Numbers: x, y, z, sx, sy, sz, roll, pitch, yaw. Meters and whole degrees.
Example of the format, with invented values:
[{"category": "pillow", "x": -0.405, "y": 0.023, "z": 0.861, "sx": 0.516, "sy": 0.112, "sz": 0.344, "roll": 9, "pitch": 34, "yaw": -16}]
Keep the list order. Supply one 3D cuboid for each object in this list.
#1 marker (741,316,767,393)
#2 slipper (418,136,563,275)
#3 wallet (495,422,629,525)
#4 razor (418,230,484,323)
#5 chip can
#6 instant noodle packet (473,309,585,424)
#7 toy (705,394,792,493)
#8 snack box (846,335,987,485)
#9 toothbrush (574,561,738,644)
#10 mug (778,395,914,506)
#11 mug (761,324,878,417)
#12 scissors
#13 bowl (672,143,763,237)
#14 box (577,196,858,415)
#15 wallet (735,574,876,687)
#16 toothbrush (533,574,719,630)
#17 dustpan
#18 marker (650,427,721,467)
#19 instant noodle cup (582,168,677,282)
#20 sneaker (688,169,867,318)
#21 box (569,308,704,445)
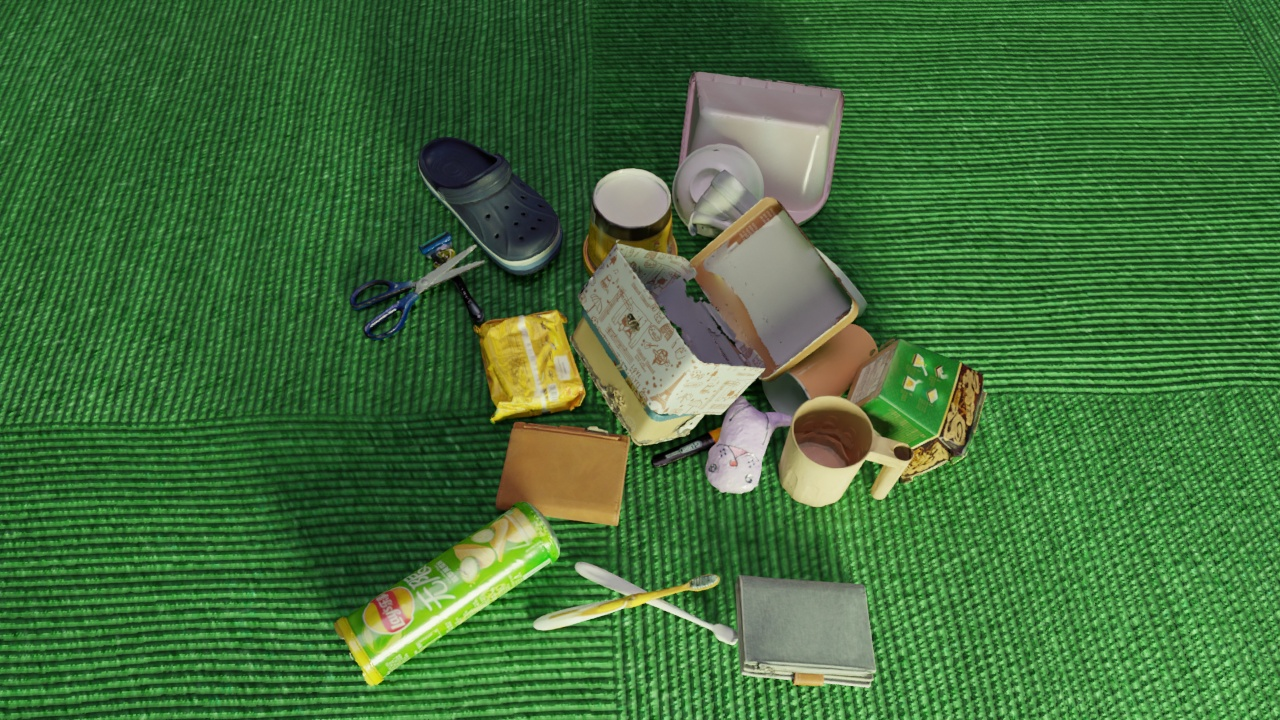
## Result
[{"category": "marker", "x": 0.133, "y": -0.018, "z": 1.085, "sx": 0.022, "sy": 0.018, "sz": 0.130, "roll": 25, "pitch": 61, "yaw": -3}, {"category": "slipper", "x": -0.190, "y": -0.213, "z": 1.153, "sx": 0.105, "sy": 0.095, "sz": 0.253, "roll": -37, "pitch": 63, "yaw": -19}, {"category": "wallet", "x": -0.082, "y": 0.119, "z": 0.987, "sx": 0.132, "sy": 0.031, "sz": 0.107, "roll": 7, "pitch": 60, "yaw": 1}, {"category": "razor", "x": -0.222, "y": -0.097, "z": 1.120, "sx": 0.042, "sy": 0.022, "sz": 0.142, "roll": -32, "pitch": 64, "yaw": -4}, {"category": "chip can", "x": -0.183, "y": 0.222, "z": 0.897, "sx": 0.221, "sy": 0.073, "sz": 0.072, "roll": -32, "pitch": 64, "yaw": -20}, {"category": "instant noodle packet", "x": -0.127, "y": 0.008, "z": 1.047, "sx": 0.110, "sy": 0.044, "sz": 0.128, "roll": -11, "pitch": 62, "yaw": -10}, {"category": "toy", "x": 0.112, "y": 0.095, "z": 0.995, "sx": 0.084, "sy": 0.039, "sz": 0.108, "roll": 21, "pitch": 79, "yaw": 15}, {"category": "snack box", "x": 0.282, "y": 0.049, "z": 0.975, "sx": 0.105, "sy": 0.118, "sz": 0.117, "roll": 31, "pitch": 60, "yaw": -6}, {"category": "toothbrush", "x": 0.014, "y": 0.244, "z": 0.925, "sx": 0.180, "sy": 0.016, "sz": 0.016, "roll": 22, "pitch": 58, "yaw": 14}, {"category": "mug", "x": 0.211, "y": 0.103, "z": 0.963, "sx": 0.125, "sy": 0.104, "sz": 0.084, "roll": 16, "pitch": 59, "yaw": 8}, {"category": "mug", "x": 0.208, "y": 0.012, "z": 1.040, "sx": 0.122, "sy": 0.078, "sz": 0.078, "roll": -31, "pitch": 64, "yaw": -25}, {"category": "scissors", "x": -0.265, "y": -0.081, "z": 1.101, "sx": 0.171, "sy": 0.012, "sz": 0.140, "roll": -2, "pitch": 63, "yaw": 7}, {"category": "bowl", "x": 0.091, "y": -0.212, "z": 1.141, "sx": 0.118, "sy": 0.064, "sz": 0.118, "roll": 2, "pitch": 98, "yaw": 14}, {"category": "box", "x": 0.073, "y": -0.065, "z": 0.957, "sx": 0.227, "sy": 0.156, "sz": 0.180, "roll": -39, "pitch": 61, "yaw": 16}, {"category": "wallet", "x": 0.160, "y": 0.267, "z": 0.901, "sx": 0.129, "sy": 0.037, "sz": 0.106, "roll": 6, "pitch": 52, "yaw": -4}, {"category": "toothbrush", "x": -0.014, "y": 0.239, "z": 0.909, "sx": 0.191, "sy": 0.018, "sz": 0.016, "roll": -14, "pitch": 66, "yaw": -1}, {"category": "dustpan", "x": 0.157, "y": -0.288, "z": 1.258, "sx": 0.222, "sy": 0.139, "sz": 0.272, "roll": 10, "pitch": 31, "yaw": 6}, {"category": "marker", "x": 0.068, "y": 0.092, "z": 1.017, "sx": 0.123, "sy": 0.015, "sz": 0.018, "roll": -21, "pitch": 59, "yaw": -14}, {"category": "instant noodle cup", "x": -0.012, "y": -0.159, "z": 1.111, "sx": 0.118, "sy": 0.115, "sz": 0.118, "roll": 0, "pitch": 58, "yaw": -1}, {"category": "sneaker", "x": 0.160, "y": -0.115, "z": 1.088, "sx": 0.242, "sy": 0.089, "sz": 0.091, "roll": 39, "pitch": 101, "yaw": -8}, {"category": "box", "x": -0.006, "y": 0.006, "z": 1.027, "sx": 0.089, "sy": 0.059, "sz": 0.184, "roll": -12, "pitch": 58, "yaw": -41}]
